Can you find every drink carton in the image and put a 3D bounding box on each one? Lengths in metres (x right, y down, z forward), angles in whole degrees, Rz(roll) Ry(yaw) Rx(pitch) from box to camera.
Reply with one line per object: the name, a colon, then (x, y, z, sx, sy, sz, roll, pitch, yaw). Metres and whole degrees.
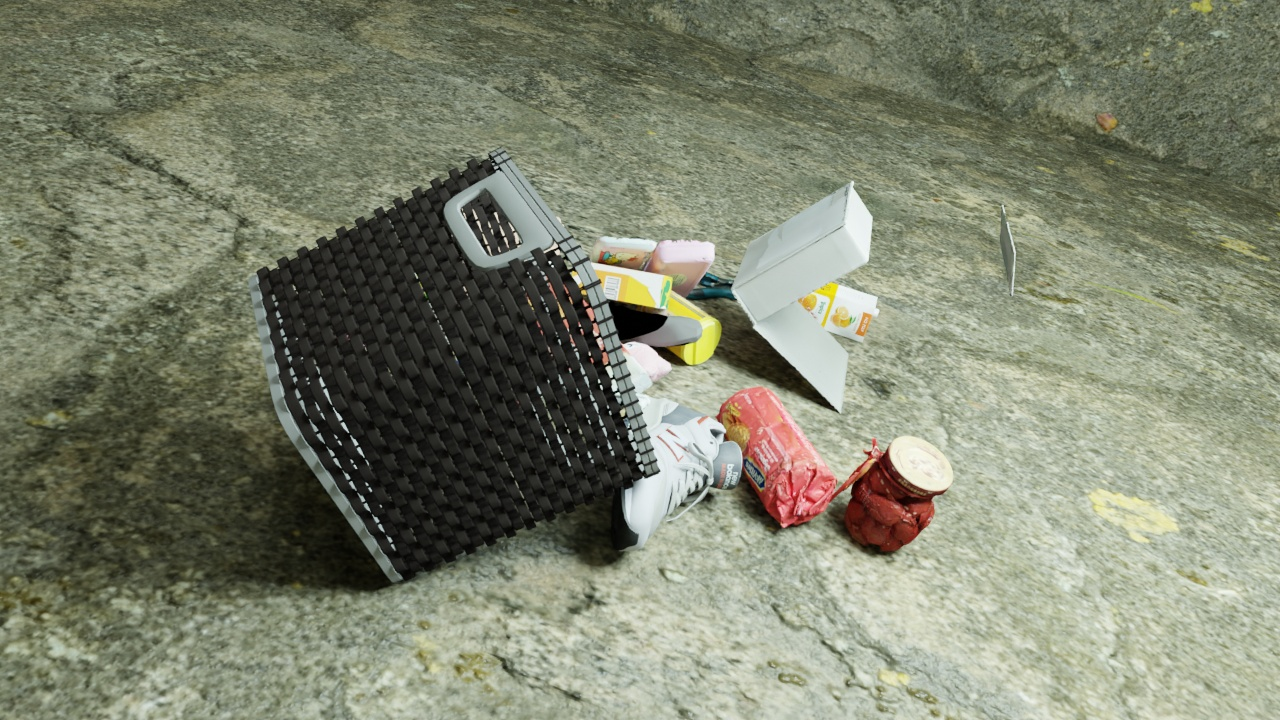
drink carton: (-0.027, -0.095, 1.147, 0.122, 0.041, 0.058, 11, 4, 11)
drink carton: (0.281, -0.076, 1.335, 0.122, 0.059, 0.040, 19, 32, 9)

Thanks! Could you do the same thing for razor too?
razor: (0.010, -0.040, 1.145, 0.156, 0.060, 0.057, 14, 57, 29)

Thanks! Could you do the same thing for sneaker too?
sneaker: (0.039, 0.107, 0.921, 0.124, 0.089, 0.239, 8, 28, -3)

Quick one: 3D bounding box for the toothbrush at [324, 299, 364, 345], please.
toothbrush: (-0.351, -0.043, 1.083, 0.021, 0.016, 0.135, -10, 38, -33)

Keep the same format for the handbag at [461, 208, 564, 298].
handbag: (-0.160, -0.111, 1.167, 0.198, 0.117, 0.187, 2, 33, -19)

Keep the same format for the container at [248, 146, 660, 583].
container: (-0.162, 0.007, 0.799, 0.243, 0.246, 0.247, -26, 43, -10)

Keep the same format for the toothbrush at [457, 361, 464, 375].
toothbrush: (-0.251, -0.007, 1.066, 0.135, 0.017, 0.021, 19, 28, 14)

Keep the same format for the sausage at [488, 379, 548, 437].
sausage: (-0.130, 0.048, 1.018, 0.020, 0.020, 0.154, 21, 32, 12)

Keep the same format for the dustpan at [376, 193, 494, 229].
dustpan: (-0.209, -0.187, 1.264, 0.163, 0.033, 0.257, -17, -10, 30)

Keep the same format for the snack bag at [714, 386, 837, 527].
snack bag: (0.144, 0.097, 0.984, 0.082, 0.082, 0.176, 0, 34, -21)

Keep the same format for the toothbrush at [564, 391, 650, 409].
toothbrush: (-0.070, 0.033, 0.986, 0.187, 0.012, 0.017, 8, 28, 35)

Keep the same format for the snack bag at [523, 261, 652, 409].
snack bag: (-0.082, -0.029, 1.071, 0.077, 0.041, 0.225, -38, 59, -5)

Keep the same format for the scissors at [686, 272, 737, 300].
scissors: (0.107, -0.108, 1.359, 0.148, 0.019, 0.117, 22, 32, 11)

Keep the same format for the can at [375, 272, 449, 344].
can: (-0.270, -0.067, 1.090, 0.067, 0.067, 0.121, -18, 37, -41)

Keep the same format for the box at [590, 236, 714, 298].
box: (0.008, -0.119, 1.211, 0.153, 0.041, 0.201, -1, -10, -8)

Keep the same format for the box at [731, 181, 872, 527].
box: (0.200, -0.006, 1.222, 0.165, 0.447, 0.166, 9, 30, 12)

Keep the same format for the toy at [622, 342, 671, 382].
toy: (-0.006, 0.006, 1.091, 0.098, 0.053, 0.096, -14, 14, -38)

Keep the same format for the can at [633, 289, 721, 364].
can: (0.048, -0.047, 1.190, 0.067, 0.068, 0.105, -18, 42, -40)

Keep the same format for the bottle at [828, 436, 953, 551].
bottle: (0.255, 0.134, 0.941, 0.099, 0.111, 0.098, 12, 42, -11)
